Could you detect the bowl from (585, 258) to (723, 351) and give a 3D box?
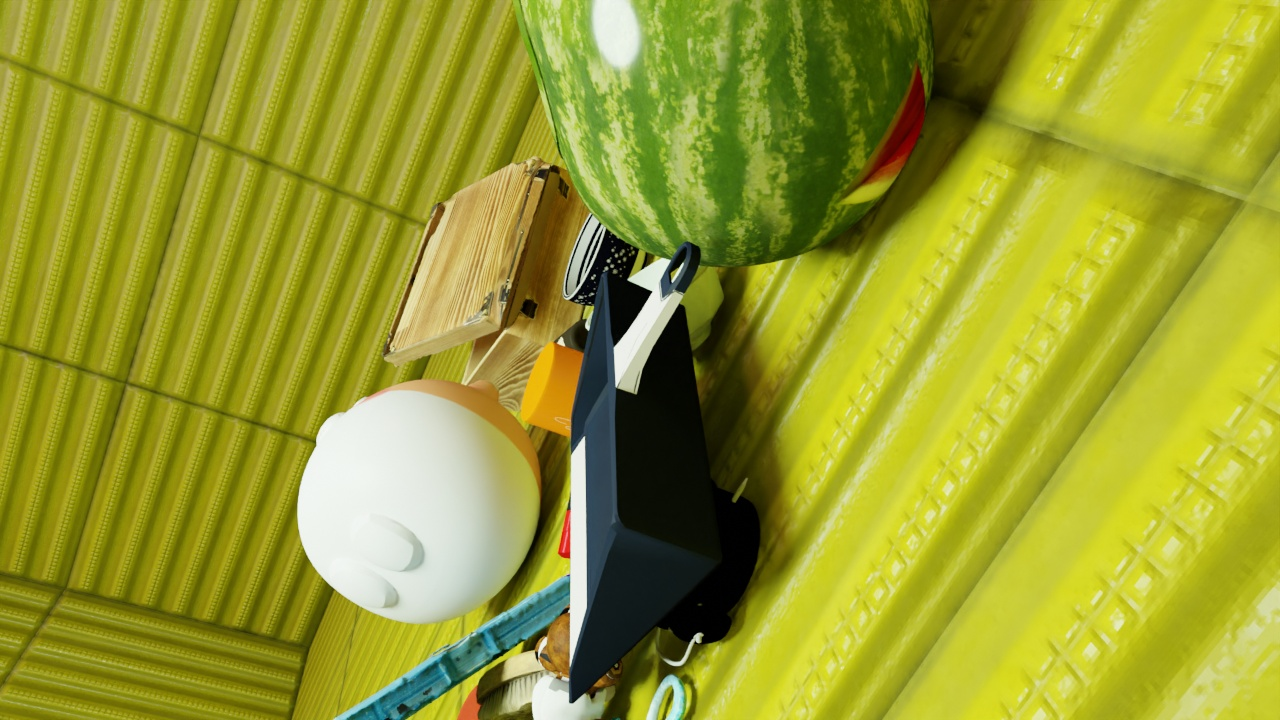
[{"bbox_3d":[0.019,-0.037,0.747,0.117,0.061,0.117,-30,17,10],"label":"bowl"}]

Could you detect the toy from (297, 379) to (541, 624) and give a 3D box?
[{"bbox_3d":[-0.240,0.144,1.027,0.264,0.265,0.280,-55,7,32],"label":"toy"}]

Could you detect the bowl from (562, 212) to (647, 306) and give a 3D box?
[{"bbox_3d":[-0.031,-0.111,1.000,0.120,0.066,0.120,-56,22,36],"label":"bowl"}]

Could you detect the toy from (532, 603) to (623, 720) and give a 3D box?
[{"bbox_3d":[-0.045,0.233,0.657,0.087,0.067,0.112,-5,81,49],"label":"toy"}]

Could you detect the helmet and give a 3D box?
[{"bbox_3d":[0.053,-0.174,0.554,0.212,0.243,0.248,-35,-45,-40],"label":"helmet"}]

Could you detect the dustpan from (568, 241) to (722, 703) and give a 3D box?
[{"bbox_3d":[-0.012,0.042,0.591,0.274,0.080,0.235,-51,26,32],"label":"dustpan"}]

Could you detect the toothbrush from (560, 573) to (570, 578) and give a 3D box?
[{"bbox_3d":[-0.070,0.208,0.849,0.187,0.015,0.016,-49,22,49],"label":"toothbrush"}]

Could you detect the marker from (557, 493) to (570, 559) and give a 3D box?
[{"bbox_3d":[-0.055,0.120,0.893,0.024,0.021,0.144,-32,40,51],"label":"marker"}]

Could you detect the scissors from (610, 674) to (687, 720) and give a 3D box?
[{"bbox_3d":[-0.001,0.267,0.586,0.138,0.012,0.127,-55,26,39],"label":"scissors"}]

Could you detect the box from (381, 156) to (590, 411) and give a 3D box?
[{"bbox_3d":[-0.194,-0.119,1.261,0.259,0.220,0.278,-39,33,55],"label":"box"}]

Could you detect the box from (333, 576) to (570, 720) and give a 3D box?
[{"bbox_3d":[-0.171,0.278,0.801,0.033,0.230,0.175,54,141,13],"label":"box"}]

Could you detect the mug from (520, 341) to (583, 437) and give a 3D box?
[{"bbox_3d":[-0.058,0.036,0.869,0.113,0.096,0.077,-8,63,70],"label":"mug"}]

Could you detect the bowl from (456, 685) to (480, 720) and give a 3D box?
[{"bbox_3d":[-0.154,0.376,0.877,0.122,0.035,0.121,-56,22,36],"label":"bowl"}]

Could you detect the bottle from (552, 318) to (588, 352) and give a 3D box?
[{"bbox_3d":[-0.092,-0.003,1.098,0.185,0.045,0.045,-32,41,63],"label":"bottle"}]

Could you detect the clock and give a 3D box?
[{"bbox_3d":[0.033,0.131,0.581,0.091,0.042,0.120,-15,57,69],"label":"clock"}]

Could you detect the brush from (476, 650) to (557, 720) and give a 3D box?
[{"bbox_3d":[-0.094,0.277,0.772,0.196,0.059,0.043,-43,44,49],"label":"brush"}]
